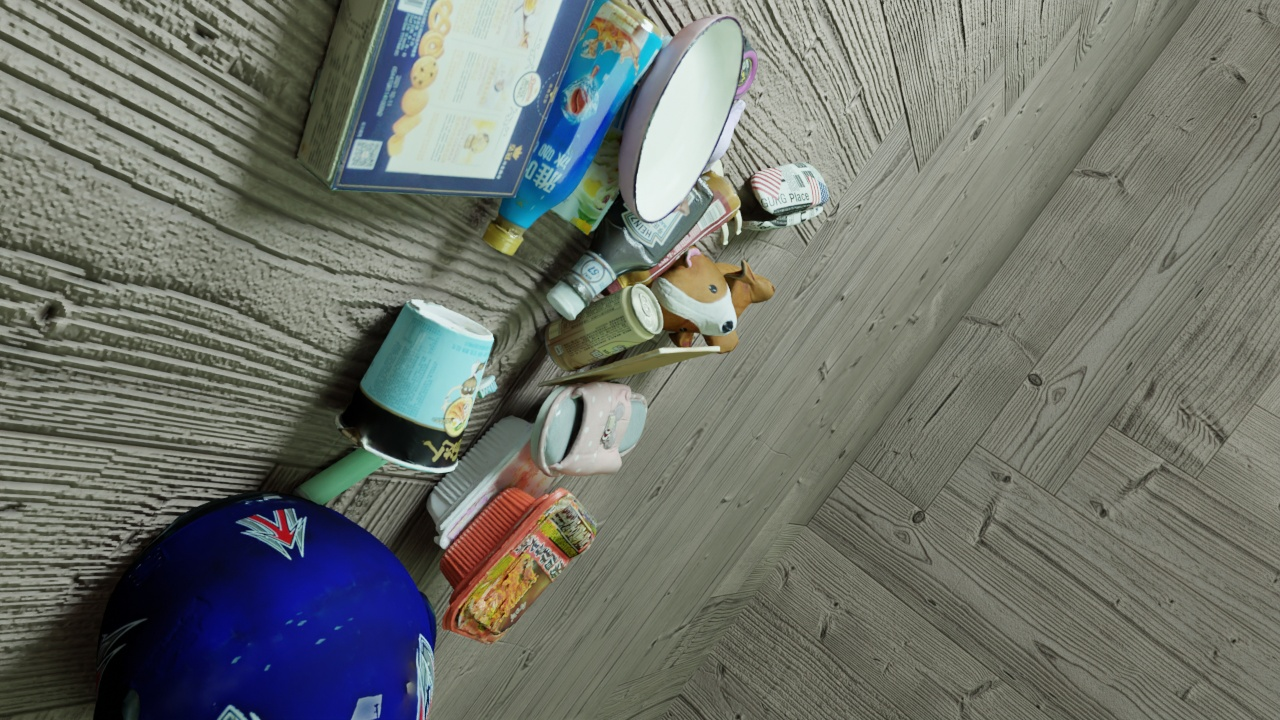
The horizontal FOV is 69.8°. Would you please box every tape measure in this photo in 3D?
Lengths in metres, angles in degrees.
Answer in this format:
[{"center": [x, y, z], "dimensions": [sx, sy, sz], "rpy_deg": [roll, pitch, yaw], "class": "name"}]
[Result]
[{"center": [0.087, -0.289, 0.909], "dimensions": [0.058, 0.039, 0.057], "rpy_deg": [-59, 156, 4], "class": "tape measure"}]

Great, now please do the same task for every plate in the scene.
[{"center": [0.031, -0.218, 0.819], "dimensions": [0.192, 0.039, 0.193], "rpy_deg": [-54, 163, -26], "class": "plate"}]

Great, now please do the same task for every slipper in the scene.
[{"center": [-0.043, 0.079, 1.048], "dimensions": [0.274, 0.054, 0.114], "rpy_deg": [8, 99, -69], "class": "slipper"}]

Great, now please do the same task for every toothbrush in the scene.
[{"center": [-0.223, 0.071, 0.864], "dimensions": [0.223, 0.026, 0.027], "rpy_deg": [-36, 126, -34], "class": "toothbrush"}]

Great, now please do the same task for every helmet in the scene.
[{"center": [-0.293, 0.274, 0.731], "dimensions": [0.246, 0.240, 0.316], "rpy_deg": [-10, 135, -43], "class": "helmet"}]

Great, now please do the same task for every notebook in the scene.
[{"center": [-0.006, 0.006, 1.042], "dimensions": [0.148, 0.008, 0.207], "rpy_deg": [-15, 176, 21], "class": "notebook"}]

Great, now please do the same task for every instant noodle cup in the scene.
[{"center": [-0.163, 0.138, 1.025], "dimensions": [0.173, 0.060, 0.138], "rpy_deg": [-46, 156, -11], "class": "instant noodle cup"}, {"center": [-0.141, 0.215, 0.999], "dimensions": [0.188, 0.079, 0.164], "rpy_deg": [-48, 156, -12], "class": "instant noodle cup"}, {"center": [-0.183, 0.017, 0.775], "dimensions": [0.111, 0.111, 0.120], "rpy_deg": [9, 108, -63], "class": "instant noodle cup"}]

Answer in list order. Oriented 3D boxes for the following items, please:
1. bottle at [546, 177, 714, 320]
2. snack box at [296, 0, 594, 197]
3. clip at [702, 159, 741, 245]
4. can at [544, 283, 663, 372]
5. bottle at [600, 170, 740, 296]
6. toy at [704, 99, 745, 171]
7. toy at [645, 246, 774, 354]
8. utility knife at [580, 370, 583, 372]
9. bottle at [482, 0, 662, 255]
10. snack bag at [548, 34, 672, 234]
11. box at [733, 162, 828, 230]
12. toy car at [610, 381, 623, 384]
[{"center": [-0.014, -0.120, 0.915], "dimensions": [0.194, 0.080, 0.044], "rpy_deg": [-46, -167, -11], "class": "bottle"}, {"center": [-0.127, -0.203, 0.632], "dimensions": [0.182, 0.046, 0.178], "rpy_deg": [-12, 134, -56], "class": "snack box"}, {"center": [0.093, -0.175, 1.045], "dimensions": [0.034, 0.094, 0.103], "rpy_deg": [-38, 163, -29], "class": "clip"}, {"center": [-0.039, -0.033, 0.947], "dimensions": [0.117, 0.058, 0.058], "rpy_deg": [-22, 171, 29], "class": "can"}, {"center": [0.025, -0.130, 0.977], "dimensions": [0.174, 0.057, 0.057], "rpy_deg": [-39, 154, -10], "class": "bottle"}, {"center": [0.066, -0.237, 0.941], "dimensions": [0.107, 0.039, 0.084], "rpy_deg": [-2, 126, -58], "class": "toy"}, {"center": [0.074, -0.069, 1.102], "dimensions": [0.199, 0.130, 0.140], "rpy_deg": [15, 113, -54], "class": "toy"}, {"center": [-0.117, 0.097, 1.101], "dimensions": [0.206, 0.021, 0.030], "rpy_deg": [-55, 162, 22], "class": "utility knife"}, {"center": [-0.063, -0.186, 0.750], "dimensions": [0.219, 0.065, 0.065], "rpy_deg": [-57, 156, 12], "class": "bottle"}, {"center": [-0.019, -0.208, 0.835], "dimensions": [0.191, 0.039, 0.110], "rpy_deg": [-57, 152, 4], "class": "snack bag"}, {"center": [0.186, -0.215, 1.180], "dimensions": [0.162, 0.076, 0.088], "rpy_deg": [-18, 115, -47], "class": "box"}, {"center": [-0.053, 0.054, 1.133], "dimensions": [0.091, 0.036, 0.043], "rpy_deg": [-27, 143, -49], "class": "toy car"}]
